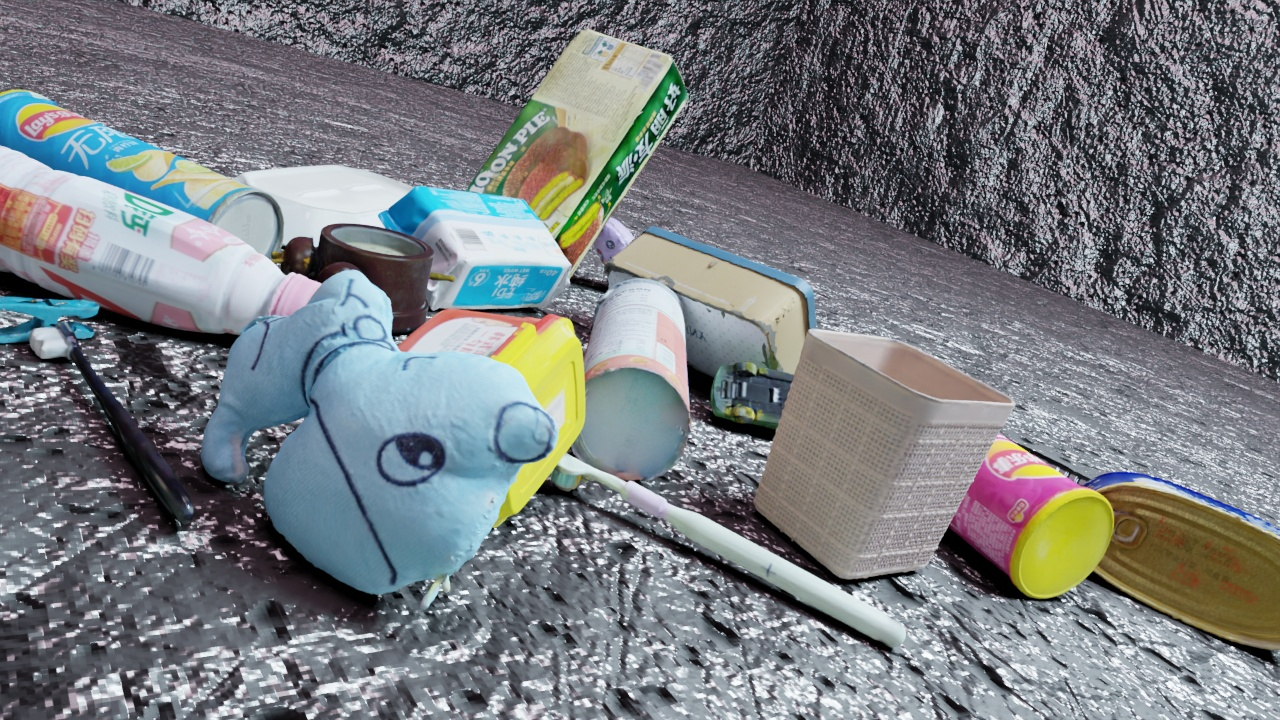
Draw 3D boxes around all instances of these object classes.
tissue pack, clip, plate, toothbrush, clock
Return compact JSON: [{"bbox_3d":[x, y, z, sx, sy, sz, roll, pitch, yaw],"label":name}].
[{"bbox_3d":[-0.129,-0.086,0.731,0.139,0.063,0.090,-4,49,-47],"label":"tissue pack"},{"bbox_3d":[-0.298,-0.021,0.454,0.014,0.042,0.056,29,19,25],"label":"clip"},{"bbox_3d":[-0.274,-0.143,0.839,0.162,0.034,0.265,20,17,7],"label":"plate"},{"bbox_3d":[0.040,0.092,0.452,0.189,0.020,0.029,24,-14,15],"label":"toothbrush"},{"bbox_3d":[-0.190,-0.056,0.616,0.082,0.055,0.121,29,22,32],"label":"clock"},{"bbox_3d":[-0.231,0.023,0.398,0.018,0.016,0.181,-10,31,-45],"label":"toothbrush"}]

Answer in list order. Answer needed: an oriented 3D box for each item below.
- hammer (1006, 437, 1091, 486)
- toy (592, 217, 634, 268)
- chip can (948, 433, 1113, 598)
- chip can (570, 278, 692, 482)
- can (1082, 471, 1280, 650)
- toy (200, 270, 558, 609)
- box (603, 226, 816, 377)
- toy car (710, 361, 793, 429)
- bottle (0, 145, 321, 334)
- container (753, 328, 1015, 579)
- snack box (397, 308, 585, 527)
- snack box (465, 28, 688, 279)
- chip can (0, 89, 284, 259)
[{"bbox_3d":[0.284,0.074,0.734,0.301,0.033,0.128,30,21,34],"label":"hammer"},{"bbox_3d":[-0.020,-0.103,0.903,0.084,0.039,0.108,32,-17,45],"label":"toy"},{"bbox_3d":[0.203,0.066,0.609,0.071,0.071,0.210,9,19,-27],"label":"chip can"},{"bbox_3d":[-0.004,0.003,0.593,0.071,0.071,0.214,17,17,-3],"label":"chip can"},{"bbox_3d":[0.349,0.122,0.579,0.148,0.075,0.049,24,15,19],"label":"can"},{"bbox_3d":[-0.110,0.030,0.366,0.050,0.161,0.156,40,29,-62],"label":"toy"},{"bbox_3d":[0.058,-0.038,0.722,0.184,0.090,0.061,25,55,33],"label":"box"},{"bbox_3d":[0.094,0.029,0.657,0.091,0.043,0.036,10,-23,-7],"label":"toy car"},{"bbox_3d":[-0.279,-0.058,0.516,0.197,0.068,0.068,19,17,-7],"label":"bottle"},{"bbox_3d":[0.128,0.052,0.506,0.089,0.111,0.090,4,22,-39],"label":"container"},{"bbox_3d":[-0.078,0.019,0.436,0.080,0.082,0.091,15,38,19],"label":"snack box"},{"bbox_3d":[-0.067,-0.190,0.860,0.114,0.240,0.063,27,-11,28],"label":"snack box"},{"bbox_3d":[-0.346,-0.116,0.618,0.210,0.071,0.071,23,18,15],"label":"chip can"}]
